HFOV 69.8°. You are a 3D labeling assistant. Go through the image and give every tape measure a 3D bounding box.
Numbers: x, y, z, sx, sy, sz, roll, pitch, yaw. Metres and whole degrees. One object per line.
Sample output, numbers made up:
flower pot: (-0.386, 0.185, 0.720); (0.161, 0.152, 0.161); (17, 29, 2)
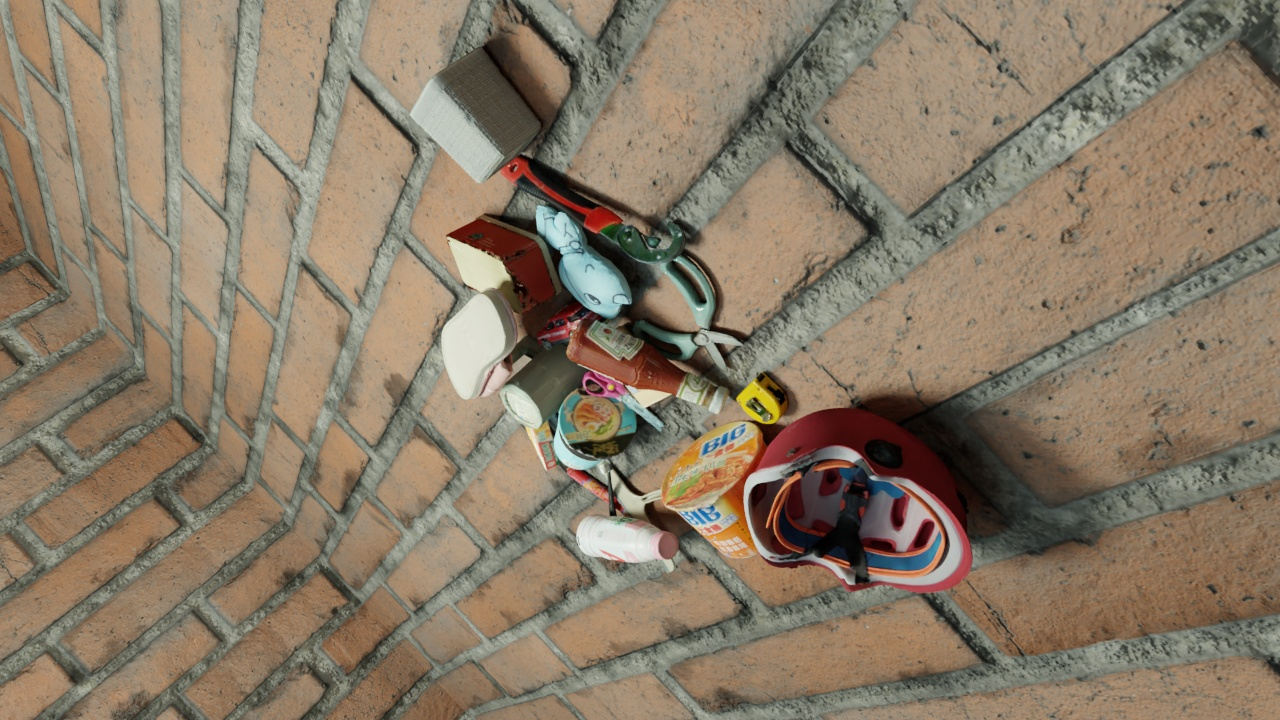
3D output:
tape measure: (0.145, 0.050, 1.092); (0.057, 0.028, 0.060); (43, 145, 4)

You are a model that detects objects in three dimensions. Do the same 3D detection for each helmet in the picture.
helmet: (0.240, 0.139, 0.988); (0.240, 0.143, 0.207); (13, 135, 19)

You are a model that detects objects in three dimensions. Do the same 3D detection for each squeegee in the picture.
squeegee: (0.033, 0.196, 1.333); (0.246, 0.039, 0.247); (56, 154, -2)

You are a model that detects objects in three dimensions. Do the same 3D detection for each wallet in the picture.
wallet: (-0.007, 0.007, 1.215); (0.115, 0.024, 0.087); (53, 150, -7)

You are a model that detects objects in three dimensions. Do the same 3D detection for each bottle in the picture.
bottle: (-0.019, 0.272, 1.388); (0.197, 0.068, 0.068); (-6, 120, 54)
bottle: (0.010, 0.011, 1.138); (0.206, 0.059, 0.060); (23, 141, 6)

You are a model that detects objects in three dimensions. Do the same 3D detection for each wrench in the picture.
wrench: (-0.063, -0.179, 1.072); (0.273, 0.056, 0.016); (30, -176, 26)

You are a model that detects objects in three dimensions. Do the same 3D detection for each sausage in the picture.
sausage: (-0.060, 0.212, 1.474); (0.156, 0.020, 0.020); (32, 143, 19)

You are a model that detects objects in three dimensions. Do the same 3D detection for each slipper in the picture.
slipper: (-0.206, -0.022, 1.215); (0.114, 0.054, 0.275); (64, 151, 9)

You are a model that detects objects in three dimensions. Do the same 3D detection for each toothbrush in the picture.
toothbrush: (-0.048, 0.210, 1.424); (0.016, 0.018, 0.181); (31, 147, 27)

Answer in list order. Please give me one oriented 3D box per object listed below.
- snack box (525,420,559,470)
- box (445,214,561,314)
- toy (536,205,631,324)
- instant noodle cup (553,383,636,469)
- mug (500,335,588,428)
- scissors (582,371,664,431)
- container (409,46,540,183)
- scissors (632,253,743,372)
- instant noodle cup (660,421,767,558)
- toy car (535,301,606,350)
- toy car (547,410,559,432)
snack box: (-0.161, 0.097, 1.413); (0.077, 0.027, 0.156); (57, 165, 35)
box: (-0.187, -0.121, 1.194); (0.168, 0.079, 0.091); (27, 142, 48)
toy: (-0.072, -0.115, 1.138); (0.161, 0.049, 0.156); (21, 140, 46)
instant noodle cup: (-0.075, 0.104, 1.320); (0.111, 0.111, 0.121); (44, 154, 3)
mug: (-0.153, 0.026, 1.315); (0.124, 0.103, 0.084); (31, 143, 20)
scissors: (-0.021, 0.056, 1.268); (0.135, 0.017, 0.063); (43, 108, -6)
container: (-0.188, -0.280, 1.064); (0.114, 0.090, 0.090); (48, 146, -8)
scissors: (0.042, -0.055, 1.105); (0.170, 0.019, 0.174); (-2, 124, 46)
instant noodle cup: (0.117, 0.166, 1.143); (0.152, 0.151, 0.111); (-12, 123, 51)
toy car: (-0.096, -0.049, 1.227); (0.121, 0.052, 0.045); (-18, 110, 49)
toy car: (-0.128, 0.080, 1.403); (0.043, 0.034, 0.090); (-11, 115, 54)
